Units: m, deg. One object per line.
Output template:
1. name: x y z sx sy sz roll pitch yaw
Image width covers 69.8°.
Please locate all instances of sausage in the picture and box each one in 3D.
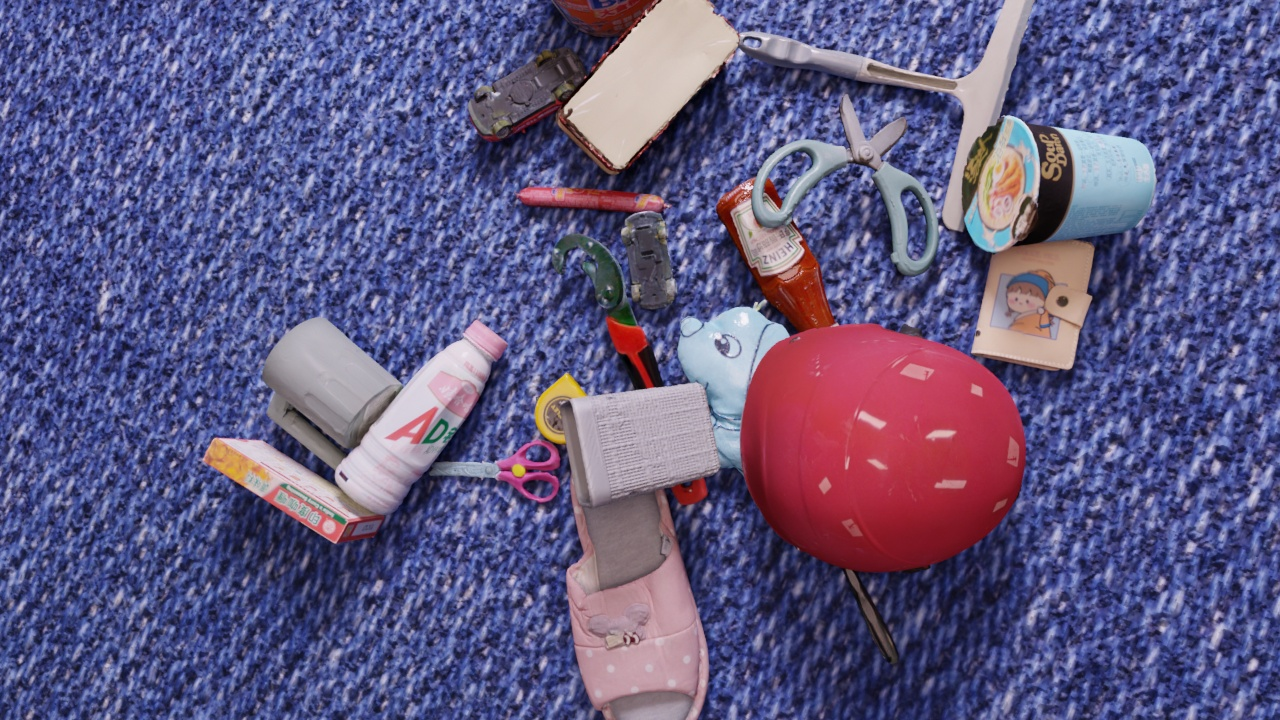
1. sausage: -0.047 -0.154 0.879 0.156 0.020 0.020 5 84 10

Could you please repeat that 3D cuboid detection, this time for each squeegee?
1. squeegee: 0.207 -0.266 0.838 0.247 0.039 0.246 16 100 13

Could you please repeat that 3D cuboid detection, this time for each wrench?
1. wrench: -0.005 0.005 0.841 0.056 0.016 0.273 -27 86 15

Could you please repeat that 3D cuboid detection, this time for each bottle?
1. bottle: -0.200 0.050 0.858 0.068 0.068 0.197 38 88 12
2. bottle: 0.138 -0.064 0.817 0.060 0.059 0.206 -29 85 5

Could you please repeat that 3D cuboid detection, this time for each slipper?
1. slipper: -0.008 0.205 0.811 0.114 0.054 0.274 -10 80 9

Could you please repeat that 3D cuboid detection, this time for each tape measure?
1. tape measure: -0.068 0.050 0.853 0.057 0.029 0.060 -40 79 2

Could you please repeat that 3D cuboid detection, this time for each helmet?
1. helmet: 0.205 0.074 0.727 0.240 0.144 0.207 0 92 -2

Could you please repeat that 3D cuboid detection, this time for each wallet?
1. wallet: 0.344 -0.052 0.798 0.087 0.024 0.115 12 84 16

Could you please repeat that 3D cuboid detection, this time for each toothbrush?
1. toothbrush: 0.181 0.180 0.802 0.015 0.018 0.181 -26 81 2

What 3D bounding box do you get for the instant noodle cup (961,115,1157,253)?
1. instant noodle cup: 0.349 -0.143 0.761 0.120 0.111 0.111 -1 83 -11

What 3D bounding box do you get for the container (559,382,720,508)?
1. container: -0.001 0.068 0.777 0.114 0.090 0.090 -11 86 -12

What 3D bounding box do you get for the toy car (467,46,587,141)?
1. toy car: -0.107 -0.254 0.887 0.120 0.045 0.053 -27 78 0

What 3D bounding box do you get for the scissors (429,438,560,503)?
1. scissors: -0.139 0.108 0.867 0.135 0.017 0.063 -4 95 14

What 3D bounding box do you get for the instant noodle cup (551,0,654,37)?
1. instant noodle cup: -0.036 -0.383 0.856 0.151 0.111 0.151 -1 83 9

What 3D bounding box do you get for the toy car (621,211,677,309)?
1. toy car: 0.009 -0.093 0.854 0.043 0.034 0.090 -9 96 10

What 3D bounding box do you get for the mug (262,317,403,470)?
1. mug: -0.298 0.037 0.877 0.103 0.083 0.124 37 117 11

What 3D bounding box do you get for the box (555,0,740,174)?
1. box: 0.008 -0.255 0.838 0.091 0.079 0.168 43 93 -12

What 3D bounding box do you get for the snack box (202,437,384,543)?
1. snack box: -0.324 0.121 0.865 0.156 0.077 0.027 28 89 12

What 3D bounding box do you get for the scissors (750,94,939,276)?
1. scissors: 0.185 -0.136 0.797 0.173 0.019 0.170 -33 94 -13

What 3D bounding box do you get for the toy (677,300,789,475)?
1. toy: 0.095 0.026 0.818 0.161 0.049 0.156 26 93 10
